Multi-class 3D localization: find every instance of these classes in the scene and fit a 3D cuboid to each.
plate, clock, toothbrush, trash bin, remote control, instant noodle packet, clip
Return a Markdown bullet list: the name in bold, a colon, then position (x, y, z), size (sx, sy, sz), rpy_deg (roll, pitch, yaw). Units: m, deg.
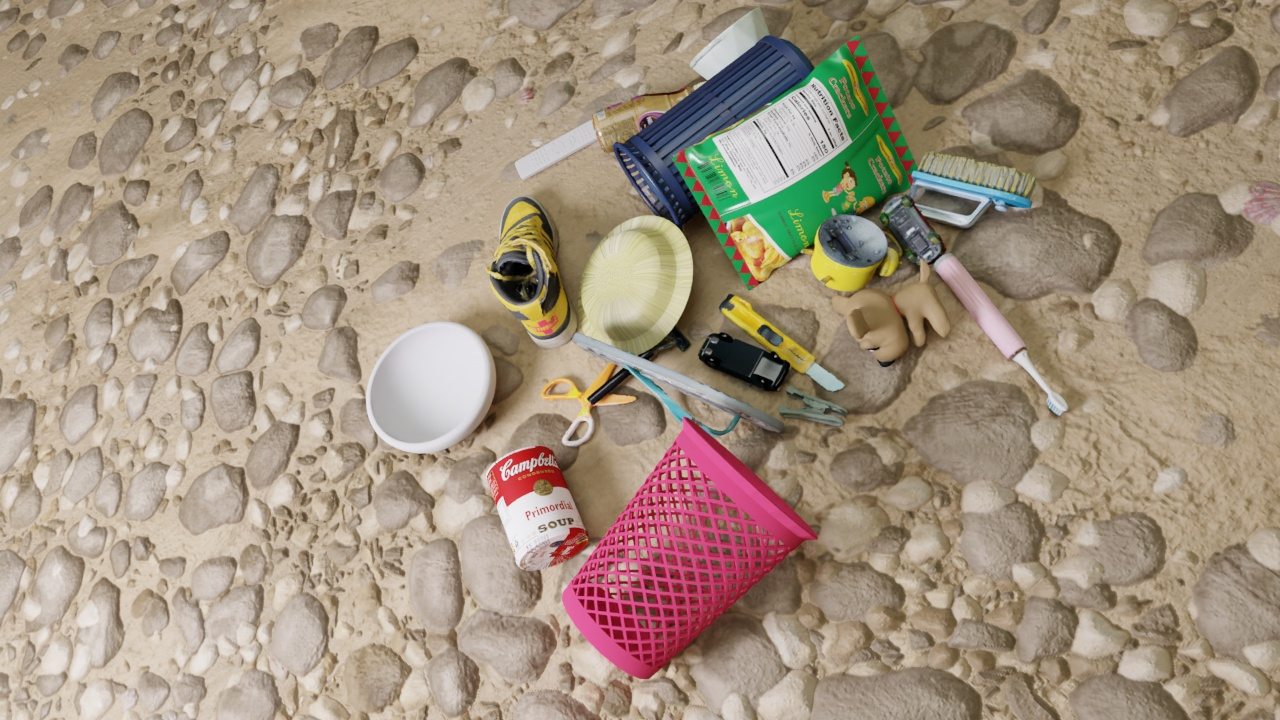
- **plate**: position (-0.021, -0.098, 1.138), size (0.185, 0.036, 0.184), rpy_deg (-13, 69, 37)
- **clock**: position (0.254, -0.129, 1.077), size (0.118, 0.057, 0.083), rpy_deg (-16, 57, -16)
- **toothbrush**: position (0.396, -0.031, 1.009), size (0.027, 0.027, 0.222), rpy_deg (-20, 60, -14)
- **trash bin**: position (0.105, -0.291, 1.164), size (0.249, 0.139, 0.139), rpy_deg (-37, 60, -2)
- **remote control**: position (-0.118, -0.301, 1.315), size (0.131, 0.012, 0.033), rpy_deg (-27, 63, 6)
- **instant noodle packet**: position (0.191, -0.228, 1.092), size (0.253, 0.195, 0.090), rpy_deg (-33, 25, 3)
- **clip**: position (0.198, 0.048, 1.045), size (0.078, 0.023, 0.050), rpy_deg (1, 68, 22)

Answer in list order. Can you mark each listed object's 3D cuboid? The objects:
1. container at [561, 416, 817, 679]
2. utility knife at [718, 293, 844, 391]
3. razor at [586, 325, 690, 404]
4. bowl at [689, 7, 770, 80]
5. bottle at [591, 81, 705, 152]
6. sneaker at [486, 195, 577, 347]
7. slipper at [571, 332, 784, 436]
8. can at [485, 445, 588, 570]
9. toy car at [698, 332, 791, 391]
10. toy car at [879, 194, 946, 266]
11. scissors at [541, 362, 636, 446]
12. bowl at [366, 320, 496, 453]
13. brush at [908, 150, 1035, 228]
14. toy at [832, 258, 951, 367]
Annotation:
- **container**: position (0.039, 0.203, 0.954), size (0.226, 0.183, 0.183), rpy_deg (-48, 61, 2)
- **utility knife**: position (0.166, -0.022, 1.093), size (0.191, 0.018, 0.030), rpy_deg (41, 93, 26)
- **razor**: position (-0.007, 0.007, 1.127), size (0.144, 0.022, 0.043), rpy_deg (-37, 59, -6)
- **bowl**: position (0.130, -0.413, 1.235), size (0.117, 0.117, 0.061), rpy_deg (-39, 98, -1)
- **bottle**: position (0.018, -0.339, 1.259), size (0.166, 0.060, 0.059), rpy_deg (-19, 62, 8)
- **sneaker**: position (-0.153, -0.140, 1.193), size (0.086, 0.122, 0.238), rpy_deg (-23, 63, 6)
- **slipper**: position (0.031, 0.037, 1.051), size (0.269, 0.098, 0.054), rpy_deg (24, 84, 17)
- **can**: position (-0.120, 0.171, 1.062), size (0.087, 0.086, 0.116), rpy_deg (-29, 60, 4)
- **toy car**: position (0.122, 0.002, 1.084), size (0.112, 0.034, 0.046), rpy_deg (23, 76, 27)
- **toy car**: position (0.320, -0.153, 1.075), size (0.042, 0.036, 0.091), rpy_deg (-43, 73, 32)
- **scissors**: position (-0.066, 0.054, 1.138), size (0.125, 0.011, 0.128), rpy_deg (-2, 67, 16)
- **bowl**: position (-0.259, 0.041, 1.180), size (0.177, 0.066, 0.176), rpy_deg (-7, 65, 16)
- **brush**: position (0.385, -0.193, 1.072), size (0.136, 0.055, 0.075), rpy_deg (20, 97, 26)
- **toy**: position (0.281, -0.049, 1.023), size (0.108, 0.134, 0.106), rpy_deg (-18, 104, 9)
